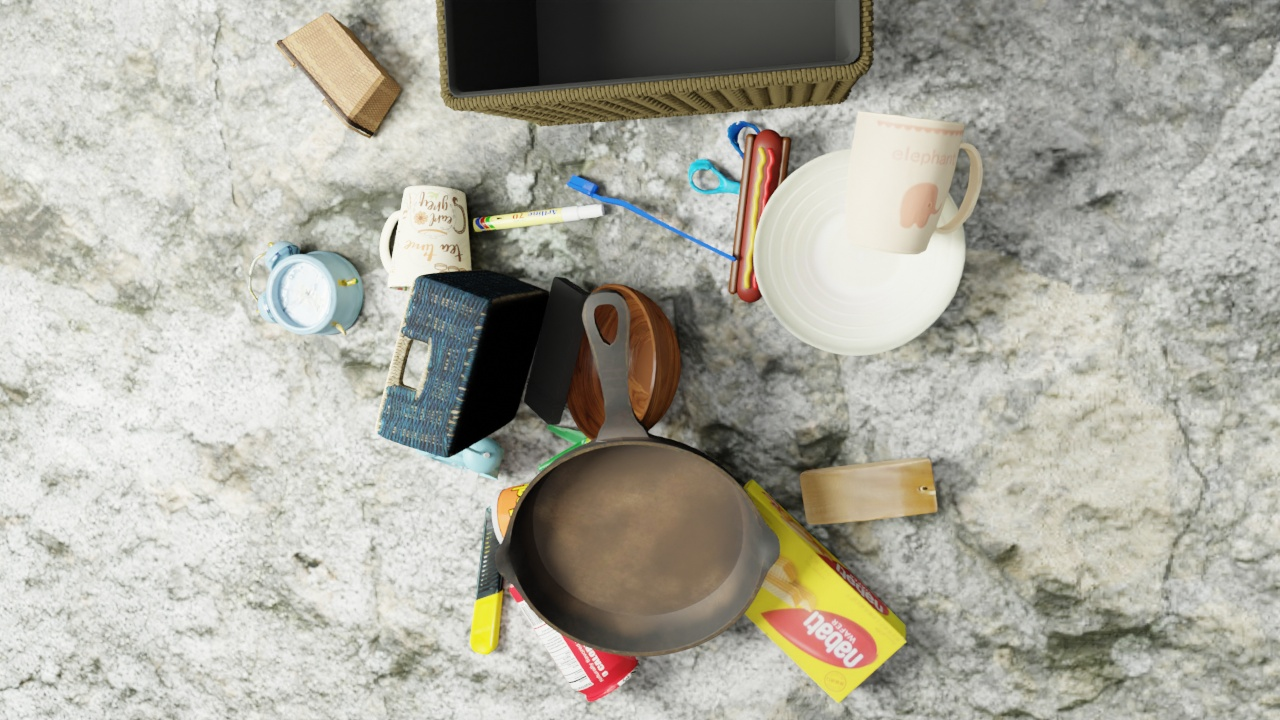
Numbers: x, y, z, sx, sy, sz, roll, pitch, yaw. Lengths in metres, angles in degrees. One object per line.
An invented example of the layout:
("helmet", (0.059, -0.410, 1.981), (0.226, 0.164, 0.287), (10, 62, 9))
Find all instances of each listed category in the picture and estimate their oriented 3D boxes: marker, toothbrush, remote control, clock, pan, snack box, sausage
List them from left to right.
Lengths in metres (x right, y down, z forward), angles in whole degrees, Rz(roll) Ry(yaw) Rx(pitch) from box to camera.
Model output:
("clock", (-0.350, -0.073, 0.949), (0.124, 0.051, 0.089), (19, 102, 11))
("clock", (-0.174, 0.089, 0.886), (0.087, 0.123, 0.042), (15, 77, 12))
("marker", (-0.100, -0.140, 0.899), (0.132, 0.014, 0.014), (-4, 95, 14))
("remote control", (-0.080, -0.009, 0.884), (0.058, 0.013, 0.133), (37, 117, 49))
("pan", (-0.009, 0.102, 0.791), (0.249, 0.043, 0.356), (-4, 114, 5))
("toothbrush", (0.010, -0.134, 0.857), (0.187, 0.016, 0.011), (28, 94, 21))
("sausage", (0.107, -0.129, 0.827), (0.040, 0.040, 0.156), (9, 105, 13))
("snack box", (0.144, 0.215, 0.862), (0.200, 0.042, 0.092), (44, 105, 6))

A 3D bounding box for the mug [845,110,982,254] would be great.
("mug", (0.219, -0.140, 0.731), (0.111, 0.085, 0.104), (3, 108, -16))

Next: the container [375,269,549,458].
("container", (-0.154, -0.003, 0.838), (0.071, 0.187, 0.145), (18, 100, 8))

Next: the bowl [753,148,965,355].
("bowl", (0.191, -0.095, 0.809), (0.177, 0.057, 0.177), (1, 96, 14))

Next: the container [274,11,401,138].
("container", (-0.294, -0.286, 0.909), (0.061, 0.063, 0.114), (-42, 85, 7))

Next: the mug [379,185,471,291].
("mug", (-0.219, -0.118, 0.911), (0.122, 0.081, 0.097), (2, 89, 40))

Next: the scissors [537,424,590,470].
("scissors", (-0.042, 0.073, 0.890), (0.129, 0.012, 0.119), (18, 64, 37))

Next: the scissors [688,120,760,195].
("scissors", (0.115, -0.162, 0.843), (0.135, 0.015, 0.086), (39, 104, 6))

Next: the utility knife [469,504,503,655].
("utility knife", (-0.154, 0.221, 0.948), (0.029, 0.020, 0.171), (10, 99, 11))

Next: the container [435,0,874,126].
("container", (0.023, -0.290, 0.752), (0.321, 0.204, 0.176), (-1, 96, 14))

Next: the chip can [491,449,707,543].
("chip can", (-0.035, 0.136, 0.887), (0.211, 0.062, 0.062), (-13, 93, 15))

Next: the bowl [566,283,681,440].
("bowl", (-0.005, 0.005, 0.853), (0.148, 0.068, 0.147), (-5, 84, 53))

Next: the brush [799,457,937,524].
("brush", (0.207, 0.118, 0.837), (0.117, 0.039, 0.049), (-9, 94, 14))

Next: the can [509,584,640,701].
("can", (-0.065, 0.255, 0.901), (0.074, 0.074, 0.142), (-34, 87, 15))
